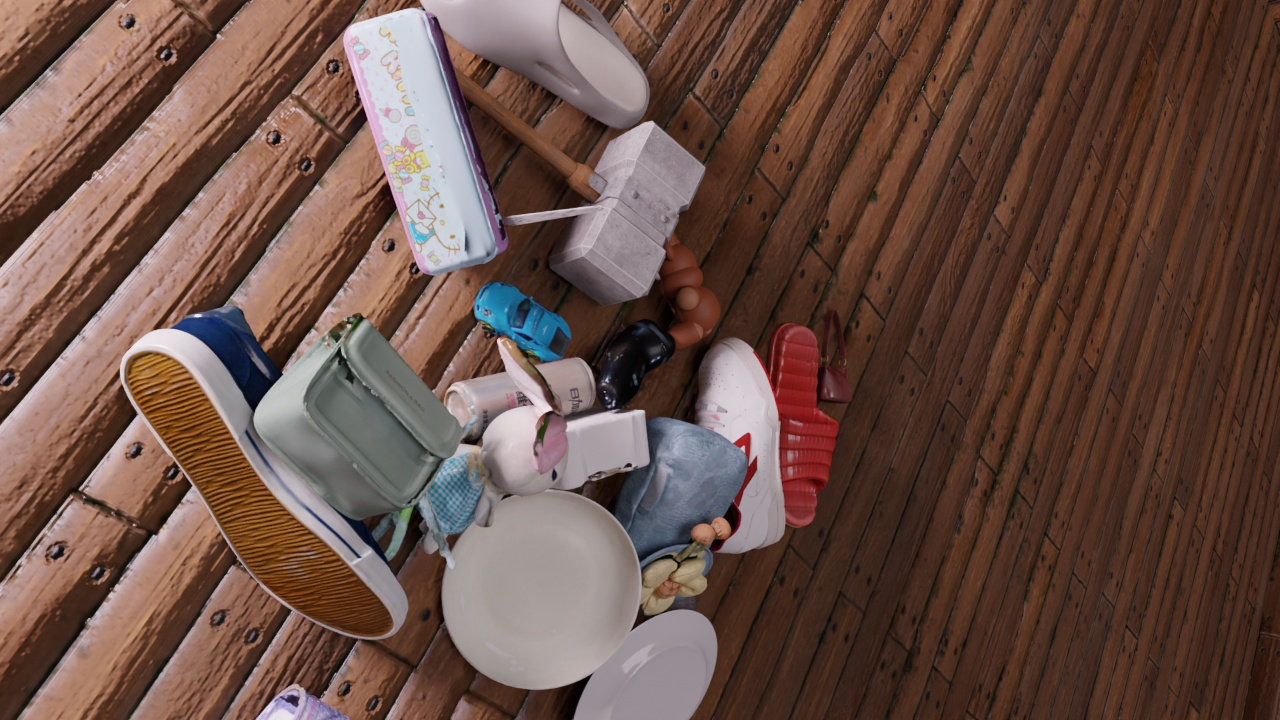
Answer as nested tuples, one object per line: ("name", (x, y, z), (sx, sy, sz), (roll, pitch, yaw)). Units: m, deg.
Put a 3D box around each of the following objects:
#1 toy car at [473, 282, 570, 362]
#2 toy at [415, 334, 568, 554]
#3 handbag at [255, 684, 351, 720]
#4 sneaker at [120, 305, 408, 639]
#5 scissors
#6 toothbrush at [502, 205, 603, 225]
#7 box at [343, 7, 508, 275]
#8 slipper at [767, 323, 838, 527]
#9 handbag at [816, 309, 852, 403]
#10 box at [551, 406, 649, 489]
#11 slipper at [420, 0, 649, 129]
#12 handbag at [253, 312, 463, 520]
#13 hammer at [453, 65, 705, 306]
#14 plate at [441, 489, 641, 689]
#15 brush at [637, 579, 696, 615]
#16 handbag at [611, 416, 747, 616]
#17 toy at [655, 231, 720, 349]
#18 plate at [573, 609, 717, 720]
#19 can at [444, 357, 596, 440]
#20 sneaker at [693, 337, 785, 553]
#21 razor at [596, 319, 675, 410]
("toy car", (-0.108, -0.036, 0.868), (0.105, 0.032, 0.048), (34, 69, -33))
("toy", (-0.116, 0.096, 0.769), (0.105, 0.131, 0.206), (21, 121, -39))
("handbag", (-0.254, 0.351, 0.724), (0.158, 0.069, 0.126), (52, 45, -27))
("sneaker", (-0.258, 0.083, 0.714), (0.294, 0.121, 0.127), (63, 27, -19))
("scissors", (-0.181, 0.102, 0.749), (0.173, 0.171, 0.021), (-45, 142, 19))
("toothbrush", (-0.094, -0.124, 0.784), (0.010, 0.182, 0.010), (50, 57, -35))
("box", (-0.177, -0.182, 0.775), (0.065, 0.078, 0.214), (-52, 128, -69))
("slipper", (0.195, 0.077, 1.102), (0.103, 0.059, 0.248), (4, 86, -40))
("handbag", (0.247, -0.006, 1.170), (0.055, 0.029, 0.119), (8, 79, -41))
("box", (-0.052, 0.097, 0.868), (0.107, 0.103, 0.091), (-16, 101, -38))
("slipper", (-0.076, -0.313, 0.860), (0.265, 0.081, 0.112), (27, 64, -36))
("handbag", (-0.198, 0.042, 0.665), (0.122, 0.067, 0.105), (53, 42, -25))
("hammer", (-0.099, -0.205, 0.859), (0.317, 0.083, 0.162), (35, 68, -26))
("plate", (-0.091, 0.208, 0.846), (0.182, 0.034, 0.182), (0, 91, -13))
("brush", (0.003, 0.250, 0.970), (0.151, 0.012, 0.039), (9, 83, -38))
("handbag", (0.035, 0.160, 0.911), (0.121, 0.118, 0.192), (21, 98, -32))
("toy", (0.039, -0.080, 0.976), (0.095, 0.065, 0.127), (-40, 108, -79))
("plate", (0.014, 0.341, 0.931), (0.188, 0.016, 0.189), (-18, 121, -34))
("can", (-0.110, 0.035, 0.849), (0.135, 0.054, 0.054), (-12, 97, -37))
("sneaker", (0.087, 0.098, 1.002), (0.104, 0.090, 0.236), (-12, 101, -33))
("razor", (-0.005, 0.005, 0.913), (0.140, 0.064, 0.053), (-60, 138, -60))
